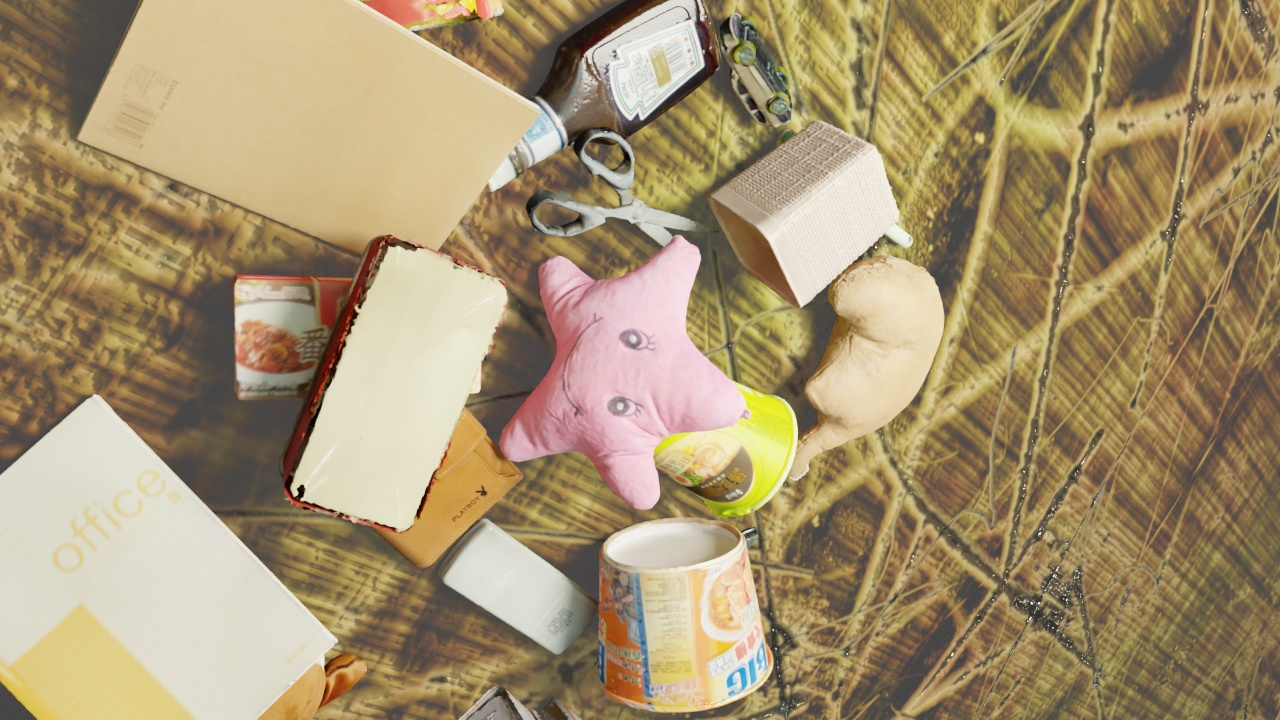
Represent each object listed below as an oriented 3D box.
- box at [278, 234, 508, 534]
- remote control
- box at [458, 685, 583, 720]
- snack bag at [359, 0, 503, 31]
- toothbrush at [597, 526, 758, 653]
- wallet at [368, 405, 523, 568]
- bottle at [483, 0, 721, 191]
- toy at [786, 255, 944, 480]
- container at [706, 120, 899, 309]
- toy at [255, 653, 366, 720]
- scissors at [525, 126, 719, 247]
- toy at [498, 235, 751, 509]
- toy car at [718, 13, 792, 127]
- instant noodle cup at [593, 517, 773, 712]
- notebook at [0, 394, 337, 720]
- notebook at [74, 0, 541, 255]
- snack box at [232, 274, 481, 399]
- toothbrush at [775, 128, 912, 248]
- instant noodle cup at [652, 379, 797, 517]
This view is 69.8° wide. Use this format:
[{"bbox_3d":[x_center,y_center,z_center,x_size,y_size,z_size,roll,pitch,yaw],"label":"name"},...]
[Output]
[{"bbox_3d":[-0.146,0.015,0.554,0.091,0.077,0.168,22,91,-25],"label":"box"},{"bbox_3d":[-0.096,0.186,0.748,0.058,0.021,0.150,-49,126,-7],"label":"remote control"},{"bbox_3d":[-0.074,0.392,0.747,0.158,0.181,0.205,-46,126,-11],"label":"box"},{"bbox_3d":[-0.146,-0.288,0.504,0.128,0.073,0.208,-25,115,-27],"label":"snack bag"},{"bbox_3d":[0.038,0.214,0.849,0.188,0.017,0.014,-35,118,-15],"label":"toothbrush"},{"bbox_3d":[-0.160,0.076,0.658,0.107,0.031,0.132,-42,126,-10],"label":"wallet"},{"bbox_3d":[-0.034,-0.182,0.627,0.194,0.044,0.080,-37,134,-13],"label":"bottle"},{"bbox_3d":[0.203,0.015,0.841,0.143,0.082,0.226,6,108,-29],"label":"toy"},{"bbox_3d":[0.130,-0.117,0.715,0.111,0.090,0.090,-38,131,-4],"label":"container"},{"bbox_3d":[-0.288,0.228,0.586,0.199,0.130,0.140,-30,150,-7],"label":"toy"},{"bbox_3d":[-0.005,-0.111,0.667,0.163,0.014,0.166,-18,141,-17],"label":"scissors"},{"bbox_3d":[-0.004,0.004,0.651,0.074,0.179,0.194,10,95,-75],"label":"toy"},{"bbox_3d":[0.085,-0.217,0.690,0.035,0.042,0.090,-20,133,27],"label":"toy car"},{"bbox_3d":[0.030,0.202,0.761,0.151,0.151,0.111,-11,101,-29],"label":"instant noodle cup"},{"bbox_3d":[-0.301,0.142,0.531,0.145,0.010,0.206,-44,89,-10],"label":"notebook"},{"bbox_3d":[-0.184,-0.137,0.528,0.211,0.012,0.150,22,124,-37],"label":"notebook"},{"bbox_3d":[-0.179,-0.015,0.592,0.152,0.025,0.075,-1,100,-24],"label":"snack box"},{"bbox_3d":[0.182,-0.142,0.796,0.189,0.020,0.029,27,74,-37],"label":"toothbrush"},{"bbox_3d":[0.044,0.054,0.739,0.123,0.112,0.111,30,91,-29],"label":"instant noodle cup"}]
